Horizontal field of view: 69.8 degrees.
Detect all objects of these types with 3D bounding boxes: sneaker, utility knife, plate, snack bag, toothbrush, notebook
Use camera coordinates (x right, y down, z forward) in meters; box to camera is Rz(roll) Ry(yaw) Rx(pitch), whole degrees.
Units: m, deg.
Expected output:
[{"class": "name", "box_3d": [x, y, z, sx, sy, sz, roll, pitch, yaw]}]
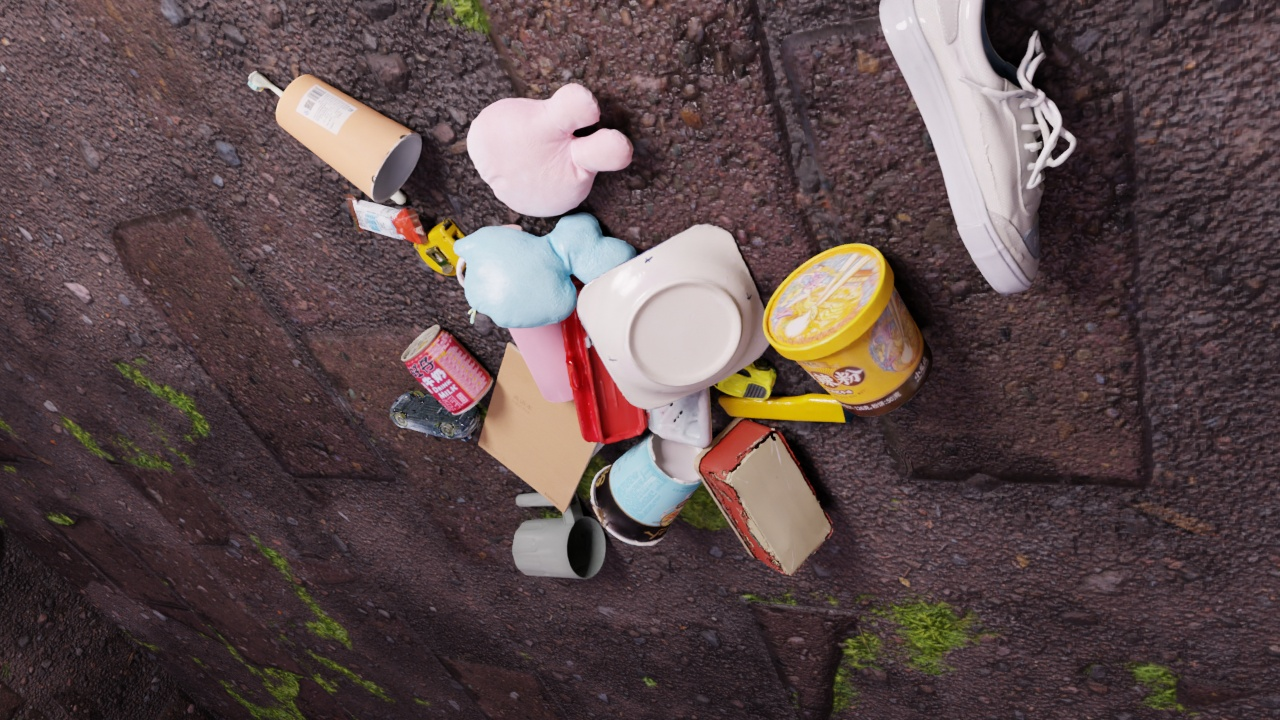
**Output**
[{"class": "sneaker", "box_3d": [0.255, -0.161, 0.647, 0.091, 0.089, 0.242, -14, 117, 33]}, {"class": "utility knife", "box_3d": [0.153, 0.047, 0.956, 0.154, 0.015, 0.033, 1, 126, 29]}, {"class": "plate", "box_3d": [0.038, -0.031, 0.865, 0.164, 0.034, 0.164, -27, 121, 4]}, {"class": "snack bag", "box_3d": [-0.273, -0.150, 0.976, 0.104, 0.026, 0.048, 16, 134, 34]}, {"class": "toothbrush", "box_3d": [-0.318, -0.225, 0.941, 0.189, 0.029, 0.020, 40, 97, -15]}, {"class": "notebook", "box_3d": [-0.125, 0.088, 1.127, 0.149, 0.012, 0.212, 36, 138, 10]}]

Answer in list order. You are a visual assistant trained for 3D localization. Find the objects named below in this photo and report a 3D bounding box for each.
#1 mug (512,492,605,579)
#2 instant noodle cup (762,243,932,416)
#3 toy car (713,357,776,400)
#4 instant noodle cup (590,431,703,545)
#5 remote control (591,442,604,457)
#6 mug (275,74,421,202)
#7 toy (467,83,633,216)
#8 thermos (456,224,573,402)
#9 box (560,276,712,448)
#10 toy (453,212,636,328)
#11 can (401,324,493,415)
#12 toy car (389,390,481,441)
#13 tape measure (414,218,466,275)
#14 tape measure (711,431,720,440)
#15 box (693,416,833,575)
[{"class": "mug", "box_3d": [-0.117, 0.237, 1.256, 0.104, 0.083, 0.124, -9, 100, 36]}, {"class": "instant noodle cup", "box_3d": [0.187, -0.021, 0.802, 0.119, 0.118, 0.114, -17, 130, 39]}, {"class": "toy car", "box_3d": [0.087, 0.011, 0.944, 0.105, 0.032, 0.048, 23, 139, 9]}, {"class": "instant noodle cup", "box_3d": [0.016, 0.139, 1.063, 0.111, 0.111, 0.121, 34, 132, -6]}, {"class": "remote control", "box_3d": [-0.080, 0.101, 1.134, 0.056, 0.019, 0.135, 34, 139, -5]}, {"class": "mug", "box_3d": [-0.285, -0.219, 0.889, 0.123, 0.078, 0.078, 34, 139, 1]}, {"class": "toy", "box_3d": [-0.081, -0.187, 0.822, 0.160, 0.054, 0.121, -13, 131, 37]}, {"class": "thermos", "box_3d": [-0.120, -0.044, 0.967, 0.087, 0.067, 0.199, -24, 127, 1]}, {"class": "box", "box_3d": [-0.003, 0.001, 0.951, 0.160, 0.064, 0.201, 0, 123, 12]}, {"class": "toy", "box_3d": [-0.094, -0.082, 0.870, 0.161, 0.156, 0.050, 39, 165, 2]}, {"class": "can", "box_3d": [-0.230, 0.011, 1.090, 0.067, 0.066, 0.094, -20, 120, 41]}, {"class": "toy car", "box_3d": [-0.264, 0.072, 1.180, 0.121, 0.054, 0.037, 12, 134, 19]}, {"class": "tape measure", "box_3d": [-0.210, -0.117, 0.981, 0.060, 0.028, 0.057, -18, 121, 40]}, {"class": "tape measure", "box_3d": [0.089, 0.115, 1.029, 0.025, 0.058, 0.054, -14, 127, 38]}, {"class": "box", "box_3d": [0.139, 0.152, 0.995, 0.078, 0.091, 0.168, 21, 148, 56]}]
